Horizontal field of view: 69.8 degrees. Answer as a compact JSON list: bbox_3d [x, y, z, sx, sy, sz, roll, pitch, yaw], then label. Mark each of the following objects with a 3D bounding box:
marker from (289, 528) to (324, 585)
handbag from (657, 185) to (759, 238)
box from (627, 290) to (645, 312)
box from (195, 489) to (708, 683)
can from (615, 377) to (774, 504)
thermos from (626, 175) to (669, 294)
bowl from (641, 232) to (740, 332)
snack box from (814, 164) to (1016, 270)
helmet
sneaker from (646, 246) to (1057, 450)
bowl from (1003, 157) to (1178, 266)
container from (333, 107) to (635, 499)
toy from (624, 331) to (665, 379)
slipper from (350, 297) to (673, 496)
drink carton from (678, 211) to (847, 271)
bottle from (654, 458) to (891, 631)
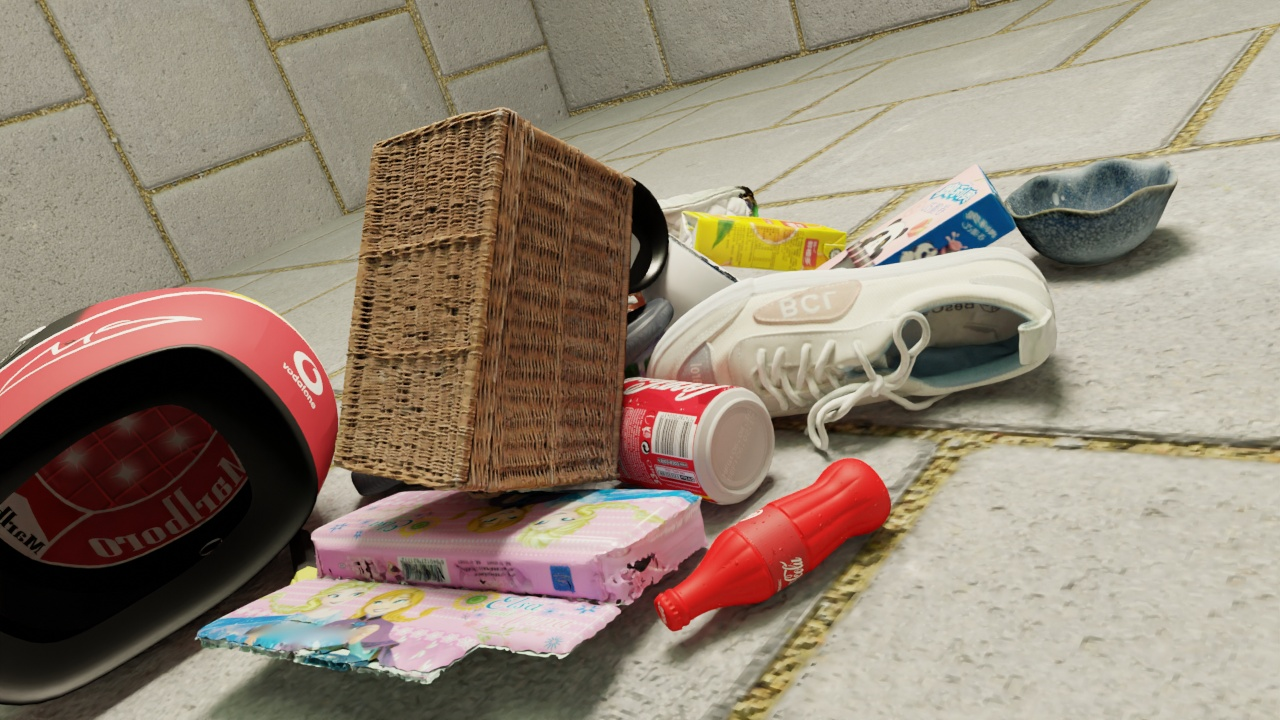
[{"bbox_3d":[-0.209,0.132,0.570,0.124,0.021,0.017,23,90,64],"label":"marker"},{"bbox_3d":[0.018,-0.137,1.002,0.195,0.072,0.138,-3,16,39],"label":"handbag"},{"bbox_3d":[0.022,-0.052,0.835,0.056,0.064,0.188,11,1,-29],"label":"box"},{"bbox_3d":[-0.100,0.106,0.469,0.231,0.035,0.158,-6,10,35],"label":"box"},{"bbox_3d":[0.020,0.044,0.525,0.064,0.064,0.105,-34,24,-35],"label":"can"},{"bbox_3d":[-0.088,-0.071,0.710,0.241,0.082,0.082,-11,19,48],"label":"thermos"},{"bbox_3d":[0.046,-0.043,0.692,0.063,0.113,0.113,-56,18,9],"label":"bowl"},{"bbox_3d":[0.188,-0.077,0.663,0.154,0.033,0.087,-34,13,25],"label":"snack box"},{"bbox_3d":[-0.335,0.068,0.598,0.270,0.198,0.225,-39,27,-25],"label":"helmet"},{"bbox_3d":[0.113,-0.004,0.532,0.243,0.089,0.090,-12,23,17],"label":"sneaker"},{"bbox_3d":[0.316,-0.100,0.645,0.110,0.055,0.110,-16,20,6],"label":"bowl"},{"bbox_3d":[-0.081,-0.024,0.506,0.114,0.198,0.112,0,-7,41],"label":"container"},{"bbox_3d":[-0.004,0.004,0.699,0.080,0.036,0.099,-28,15,5],"label":"toy"},{"bbox_3d":[-0.102,0.006,0.641,0.268,0.083,0.110,-28,7,16],"label":"slipper"},{"bbox_3d":[0.104,-0.100,0.792,0.134,0.043,0.058,3,14,-13],"label":"drink carton"},{"bbox_3d":[0.059,0.086,0.418,0.118,0.036,0.036,-27,21,-20],"label":"bottle"}]
